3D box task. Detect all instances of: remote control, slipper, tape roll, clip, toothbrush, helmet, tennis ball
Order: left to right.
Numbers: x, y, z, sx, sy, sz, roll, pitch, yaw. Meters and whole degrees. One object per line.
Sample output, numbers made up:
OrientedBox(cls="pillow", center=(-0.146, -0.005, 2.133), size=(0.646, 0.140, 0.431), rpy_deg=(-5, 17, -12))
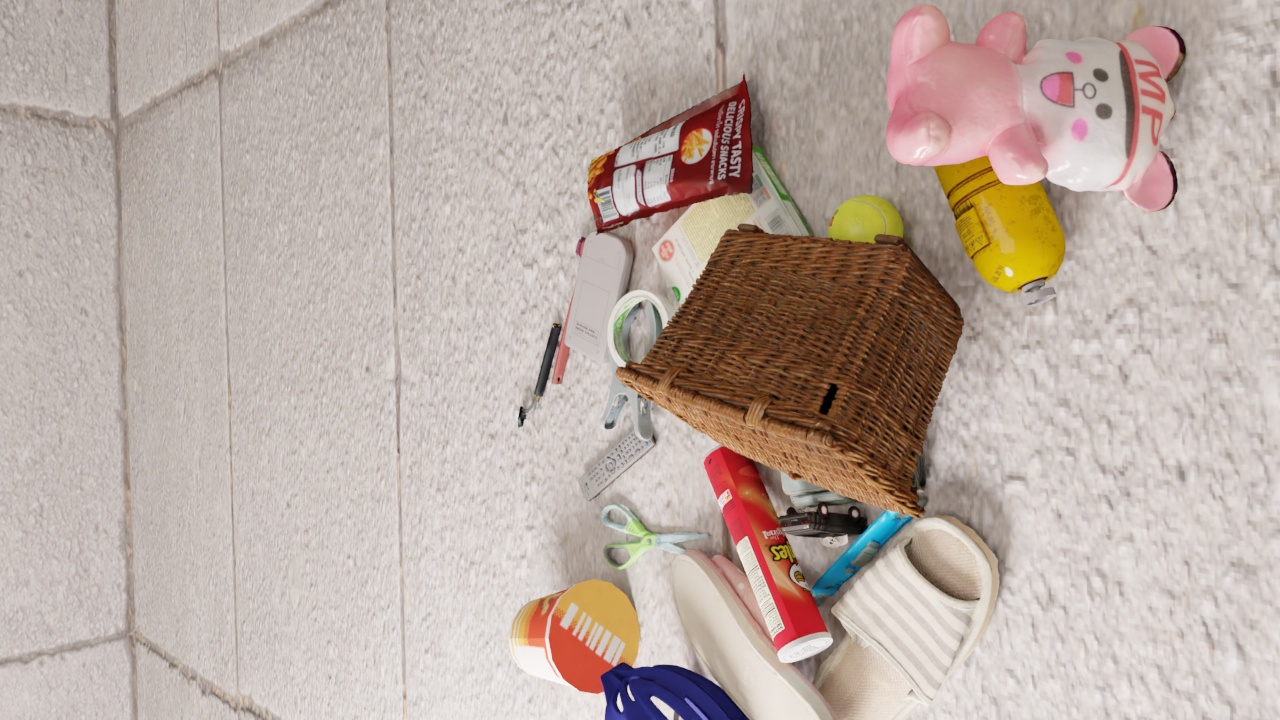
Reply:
OrientedBox(cls="toothbrush", center=(-0.087, -0.060, 1.139), size=(0.016, 0.016, 0.190), rpy_deg=(30, 112, 45))
OrientedBox(cls="remote control", center=(-0.048, -0.078, 1.098), size=(0.074, 0.019, 0.151), rpy_deg=(27, 111, 40))
OrientedBox(cls="remote control", center=(-0.029, 0.122, 1.092), size=(0.137, 0.013, 0.033), rpy_deg=(-45, 60, 36))
OrientedBox(cls="clip", center=(-0.020, 0.004, 1.062), size=(0.115, 0.028, 0.163), rpy_deg=(10, 93, 45))
OrientedBox(cls="tape roll", center=(0.002, -0.031, 1.012), size=(0.094, 0.018, 0.093), rpy_deg=(-5, 83, 44))
OrientedBox(cls="helmet", center=(0.030, 0.433, 0.953), size=(0.241, 0.147, 0.228), rpy_deg=(50, 122, 20))
OrientedBox(cls="slipper", center=(0.116, 0.292, 0.920), size=(0.274, 0.054, 0.114), rpy_deg=(47, 135, 45))
OrientedBox(cls="tennis ball", center=(0.201, -0.114, 0.818), size=(0.065, 0.065, 0.065), rpy_deg=(2, 93, 44))
OrientedBox(cls="slipper", center=(0.223, 0.259, 0.826), size=(0.114, 0.053, 0.273), rpy_deg=(39, 120, 32))

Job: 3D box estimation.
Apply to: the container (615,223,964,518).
OrientedBox(cls="container", center=(0.141, -0.005, 0.788), size=(0.250, 0.162, 0.183), rpy_deg=(18, 76, 50))

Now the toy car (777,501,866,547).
OrientedBox(cls="toy car", center=(0.168, 0.153, 0.843), size=(0.040, 0.092, 0.037), rpy_deg=(-19, 66, 43))

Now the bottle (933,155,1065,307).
OrientedBox(cls="bottle", center=(0.286, -0.122, 0.732), size=(0.071, 0.071, 0.163), rpy_deg=(-30, 71, 41))

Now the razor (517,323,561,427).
OrientedBox(cls="razor", center=(-0.127, 0.019, 1.181), size=(0.042, 0.022, 0.144), rpy_deg=(-99, 30, -69))

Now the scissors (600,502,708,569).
OrientedBox(cls="scissors", center=(0.016, 0.216, 1.055), size=(0.175, 0.032, 0.093), rpy_deg=(8, 95, 48))

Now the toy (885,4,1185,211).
OrientedBox(cls="toy", center=(0.287, -0.184, 0.668), size=(0.213, 0.084, 0.141), rpy_deg=(4, 74, 2))

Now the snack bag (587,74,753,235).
OrientedBox(cls="snack bag", center=(0.032, -0.211, 0.971), size=(0.208, 0.066, 0.138), rpy_deg=(-16, 59, 44))

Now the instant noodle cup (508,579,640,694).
OrientedBox(cls="instant noodle cup", center=(-0.087, 0.328, 1.092), size=(0.121, 0.123, 0.123), rpy_deg=(-22, 76, 51))

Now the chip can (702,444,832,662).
OrientedBox(cls="chip can", center=(0.119, 0.180, 0.892), size=(0.052, 0.051, 0.214), rpy_deg=(-48, 47, 34))

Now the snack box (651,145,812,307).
OrientedBox(cls="snack box", center=(0.093, -0.117, 0.951), size=(0.168, 0.027, 0.132), rpy_deg=(-44, 61, 37))

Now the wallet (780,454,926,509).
OrientedBox(cls="wallet", center=(0.192, 0.083, 0.851), size=(0.132, 0.054, 0.100), rpy_deg=(-19, 80, 38))

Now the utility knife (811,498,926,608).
OrientedBox(cls="utility knife", center=(0.202, 0.188, 0.862), size=(0.186, 0.031, 0.015), rpy_deg=(-58, 19, 33))
